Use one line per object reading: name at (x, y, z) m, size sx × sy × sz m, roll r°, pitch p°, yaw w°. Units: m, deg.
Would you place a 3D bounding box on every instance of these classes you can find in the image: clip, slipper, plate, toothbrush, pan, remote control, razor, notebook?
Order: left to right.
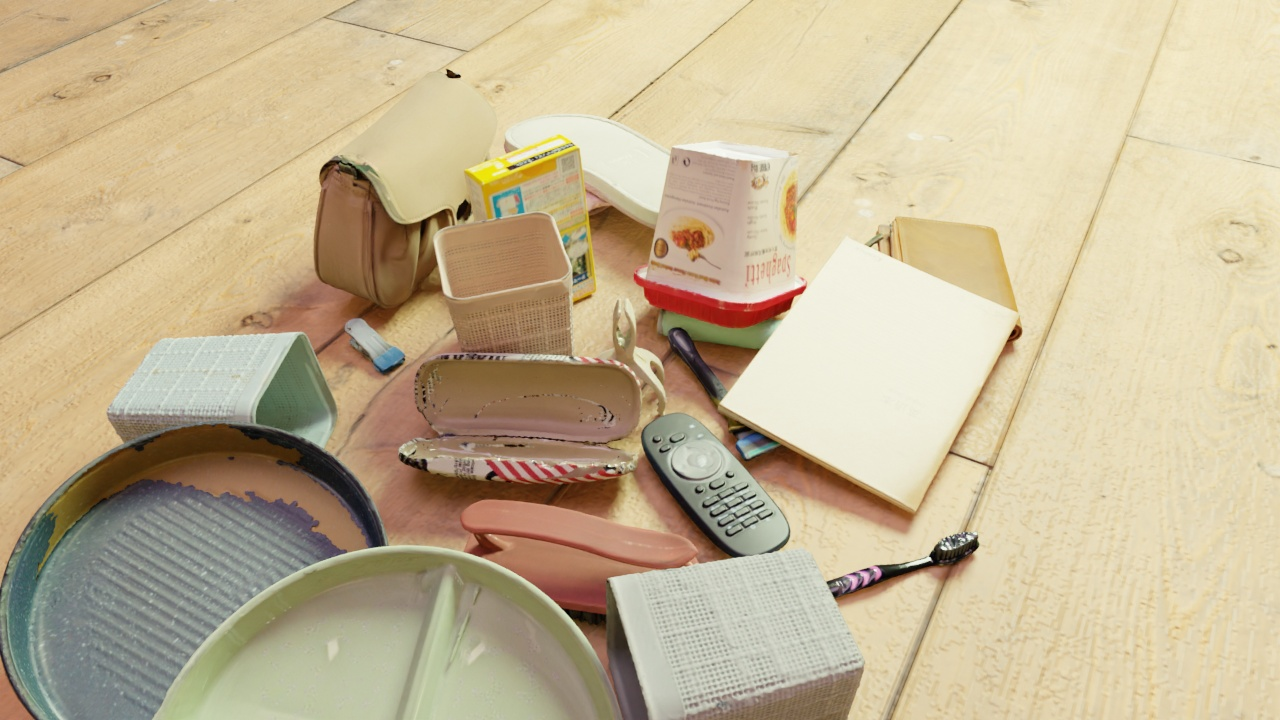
pan at (-0.169, 0.156, 0.502) m, size 0.357 × 0.078 × 0.197 m, roll 27°, pitch 55°, yaw 2°
clip at (-0.214, -0.009, 0.736) m, size 0.057 × 0.028 × 0.024 m, roll 35°, pitch 56°, yaw 22°
plate at (-0.120, 0.203, 0.438) m, size 0.230 × 0.028 × 0.229 m, roll 2°, pitch 64°, yaw -4°
slipper at (-0.030, -0.173, 0.872) m, size 0.114 × 0.054 × 0.274 m, roll -33°, pitch 46°, yaw -30°
clip at (-0.002, 0.004, 0.664) m, size 0.098 × 0.100 × 0.035 m, roll 22°, pitch 38°, yaw -17°
remote control at (0.048, 0.085, 0.612) m, size 0.053 × 0.024 × 0.136 m, roll -24°, pitch 46°, yaw -19°
razor at (0.057, 0.023, 0.680) m, size 0.042 × 0.022 × 0.142 m, roll -20°, pitch 47°, yaw -20°
toothbrush at (0.123, -0.017, 0.717) m, size 0.225 × 0.027 × 0.026 m, roll 9°, pitch 82°, yaw 12°
toothbrush at (0.124, 0.136, 0.560) m, size 0.189 × 0.018 × 0.014 m, roll -15°, pitch 46°, yaw -11°
notebook at (0.173, 0.000, 0.674) m, size 0.149 × 0.012 × 0.210 m, roll 28°, pitch 55°, yaw 19°

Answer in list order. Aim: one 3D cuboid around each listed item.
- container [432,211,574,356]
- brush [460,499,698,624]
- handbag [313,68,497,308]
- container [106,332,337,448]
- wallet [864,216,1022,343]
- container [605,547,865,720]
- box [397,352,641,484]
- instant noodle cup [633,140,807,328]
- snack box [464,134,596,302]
container at (-0.097, -0.036, 0.686) m, size 0.090 × 0.111 × 0.089 m, roll -12°, pitch 43°, yaw -10°
brush at (-0.035, 0.119, 0.546) m, size 0.146 × 0.069 × 0.063 m, roll 7°, pitch 45°, yaw 10°
handbag at (-0.188, -0.143, 0.780) m, size 0.100 × 0.148 × 0.203 m, roll 19°, pitch 48°, yaw 11°
container at (-0.288, 0.037, 0.637) m, size 0.111 × 0.090 × 0.089 m, roll 1°, pitch 42°, yaw 8°
wallet at (0.247, -0.072, 0.763) m, size 0.119 × 0.035 × 0.130 m, roll 5°, pitch 45°, yaw 6°
container at (0.047, 0.160, 0.486) m, size 0.114 × 0.090 × 0.090 m, roll -10°, pitch 44°, yaw -12°
box at (-0.082, 0.038, 0.626) m, size 0.162 × 0.085 × 0.075 m, roll 0°, pitch 2°, yaw 7°
instant noodle cup at (0.067, -0.103, 0.716) m, size 0.117 × 0.124 × 0.116 m, roll 19°, pitch 24°, yaw 33°
snack box at (-0.084, -0.101, 0.733) m, size 0.086 × 0.141 × 0.034 m, roll -27°, pitch 43°, yaw -24°
